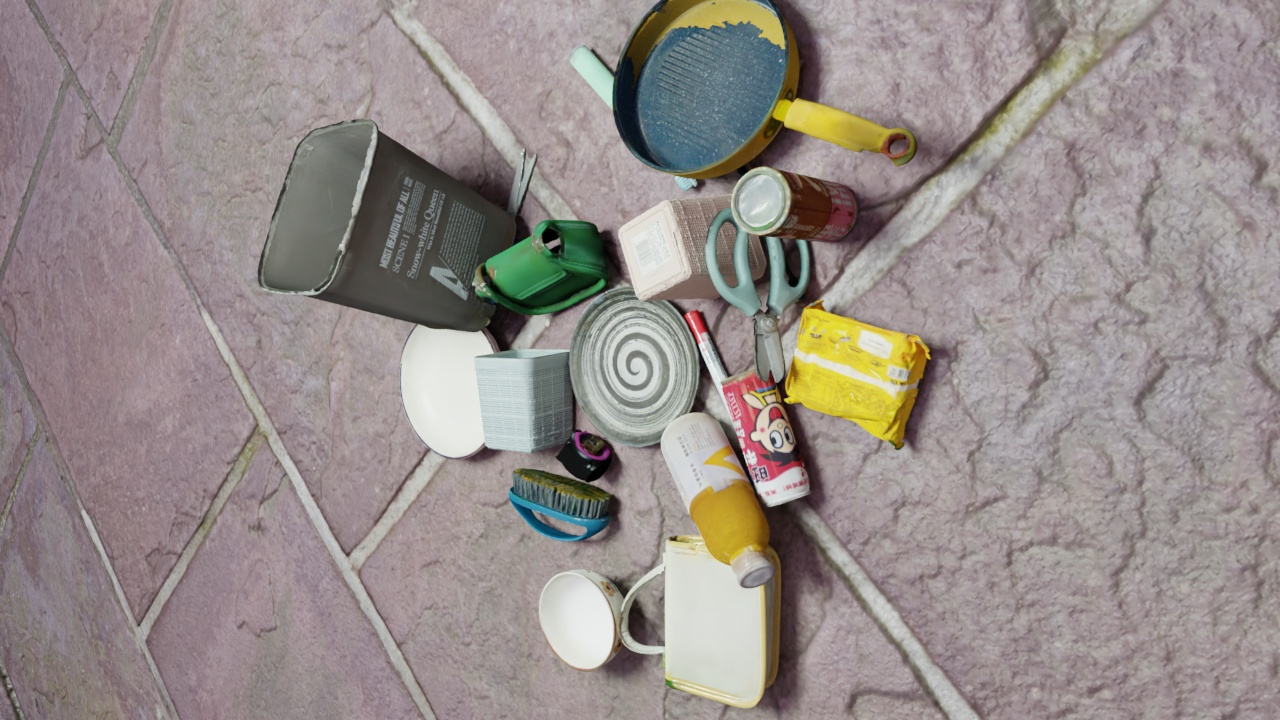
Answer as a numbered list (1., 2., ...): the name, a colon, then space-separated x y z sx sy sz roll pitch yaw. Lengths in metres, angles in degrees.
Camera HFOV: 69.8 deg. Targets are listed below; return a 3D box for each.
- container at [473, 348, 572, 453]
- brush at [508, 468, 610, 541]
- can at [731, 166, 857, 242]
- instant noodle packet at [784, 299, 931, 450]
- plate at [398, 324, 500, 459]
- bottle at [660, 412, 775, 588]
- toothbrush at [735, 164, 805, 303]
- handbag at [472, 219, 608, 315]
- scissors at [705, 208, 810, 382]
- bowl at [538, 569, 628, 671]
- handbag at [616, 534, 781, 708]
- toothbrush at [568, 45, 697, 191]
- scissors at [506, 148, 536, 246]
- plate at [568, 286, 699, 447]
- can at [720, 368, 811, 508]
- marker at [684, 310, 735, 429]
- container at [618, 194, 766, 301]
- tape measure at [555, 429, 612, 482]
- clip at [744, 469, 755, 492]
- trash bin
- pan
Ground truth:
1. container: -0.134 0.046 1.079 0.090 0.090 0.111 1 98 36
2. brush: -0.098 0.175 1.083 0.144 0.055 0.073 13 101 34
3. can: 0.141 -0.137 0.821 0.058 0.147 0.058 3 96 36
4. instant noodle packet: 0.202 0.011 0.855 0.128 0.044 0.111 24 115 36
5. plate: -0.235 0.029 1.181 0.193 0.039 0.192 4 96 36
6. bottle: 0.078 0.136 0.906 0.068 0.068 0.189 -52 42 28
7. toothbrush: 0.122 -0.139 0.917 0.018 0.015 0.181 -31 77 43
8. handbag: -0.109 -0.103 1.027 0.132 0.120 0.068 -24 74 37
9. scissors: 0.103 -0.061 0.863 0.019 0.143 0.180 166 112 -64
10. bowl: -0.057 0.294 1.060 0.114 0.062 0.113 3 95 35
11. handbag: 0.058 0.264 0.966 0.179 0.063 0.163 3 96 29
12. toothbrush: -0.007 -0.264 0.994 0.027 0.026 0.224 -36 69 -5
13. scissors: -0.152 -0.168 1.120 0.173 0.012 0.132 -44 67 30
14. plate: -0.006 0.006 1.021 0.180 0.024 0.179 5 99 35
15. can: 0.125 0.076 0.911 0.053 0.053 0.132 -23 80 35
16. marker: 0.082 0.015 0.960 0.017 0.017 0.145 -31 77 34
17. container: 0.048 -0.110 0.906 0.090 0.110 0.090 -23 81 46
18. tape measure: -0.061 0.108 1.048 0.057 0.057 0.039 38 114 7
19. clip: 0.100 0.135 0.959 0.057 0.032 0.025 -34 77 26
20. trash bin: -0.282 -0.137 1.059 0.199 0.219 0.199 7 79 46
21. pan: 0.109 -0.243 0.853 0.357 0.078 0.198 33 102 32
